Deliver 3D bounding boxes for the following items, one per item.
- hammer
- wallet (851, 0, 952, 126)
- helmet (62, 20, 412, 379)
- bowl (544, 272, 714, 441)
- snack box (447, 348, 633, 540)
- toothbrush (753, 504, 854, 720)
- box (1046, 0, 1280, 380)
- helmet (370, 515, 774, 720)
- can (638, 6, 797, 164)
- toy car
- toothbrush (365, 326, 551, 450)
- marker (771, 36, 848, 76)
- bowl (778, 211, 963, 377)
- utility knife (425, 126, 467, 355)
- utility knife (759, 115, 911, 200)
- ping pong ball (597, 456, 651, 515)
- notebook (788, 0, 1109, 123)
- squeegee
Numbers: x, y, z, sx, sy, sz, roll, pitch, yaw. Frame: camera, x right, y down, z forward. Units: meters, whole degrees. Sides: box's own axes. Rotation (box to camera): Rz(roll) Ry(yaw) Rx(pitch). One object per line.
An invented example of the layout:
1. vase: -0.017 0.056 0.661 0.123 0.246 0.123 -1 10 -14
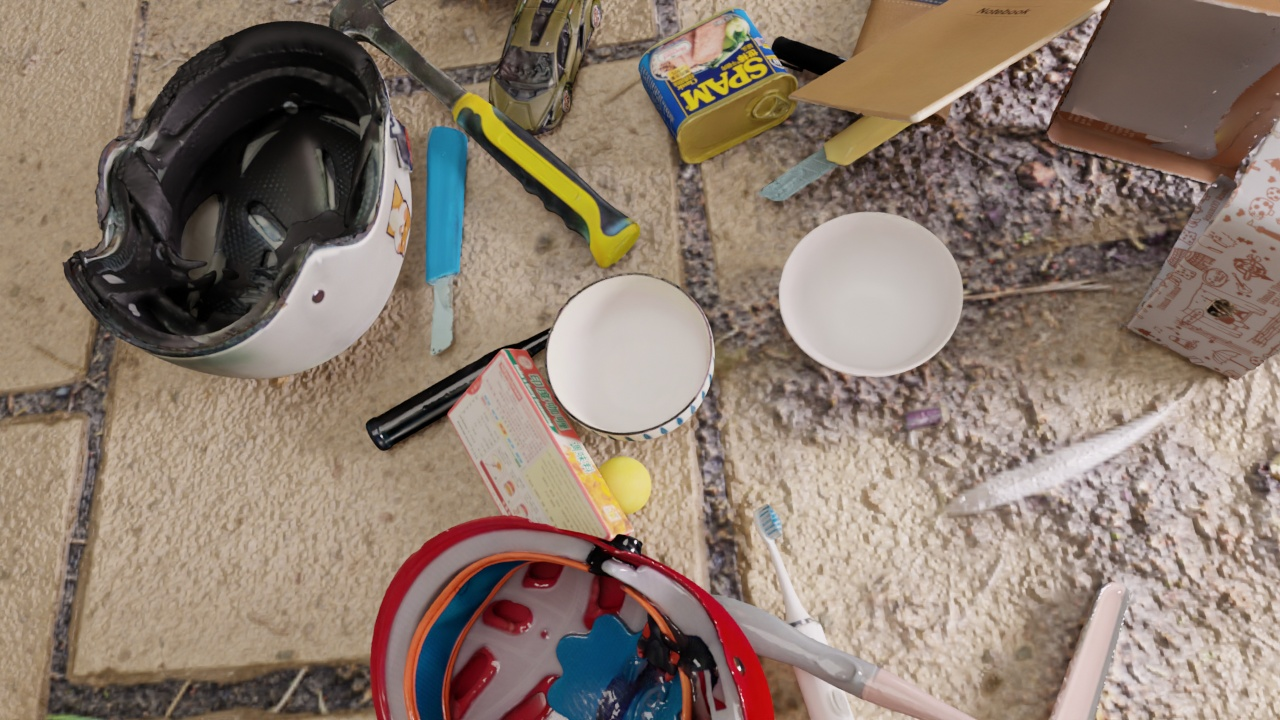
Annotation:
1. hammer: -0.126 -0.194 0.732 0.323 0.032 0.126 42 93 12
2. wallet: 0.211 -0.241 0.713 0.090 0.033 0.115 17 76 18
3. helmet: -0.267 -0.100 0.684 0.230 0.157 0.273 -5 59 10
4. bowl: -0.004 0.004 0.647 0.116 0.066 0.116 -3 71 9
5. snack box: -0.073 0.075 0.636 0.077 0.027 0.155 -46 66 30
6. toothbrush: 0.112 0.197 0.580 0.026 0.026 0.220 -37 61 40
7. box: 0.339 -0.120 0.567 0.193 0.183 0.156 30 78 19
8. helmet: -0.030 0.200 0.531 0.240 0.143 0.207 34 95 31
9. can: 0.058 -0.216 0.718 0.102 0.057 0.083 -27 66 0
10. toy car: -0.081 -0.261 0.768 0.070 0.042 0.158 10 76 14
11. toothbrush: -0.106 0.005 0.688 0.212 0.026 0.027 -29 103 -2
12. marker: 0.150 -0.221 0.701 0.132 0.020 0.022 38 100 40
13. bowl: 0.156 -0.035 0.633 0.118 0.065 0.118 -4 70 10
14. utility knife: -0.158 -0.100 0.735 0.034 0.018 0.204 -5 69 6
15. utility knife: 0.178 -0.178 0.680 0.206 0.021 0.031 -32 67 2
16. ping pong ball: -0.013 0.086 0.633 0.040 0.040 0.040 -3 70 9
17. notebook: 0.222 -0.222 0.625 0.207 0.008 0.148 -32 30 -9
18. squeegee: 0.144 0.196 0.544 0.250 0.040 0.247 23 72 11
